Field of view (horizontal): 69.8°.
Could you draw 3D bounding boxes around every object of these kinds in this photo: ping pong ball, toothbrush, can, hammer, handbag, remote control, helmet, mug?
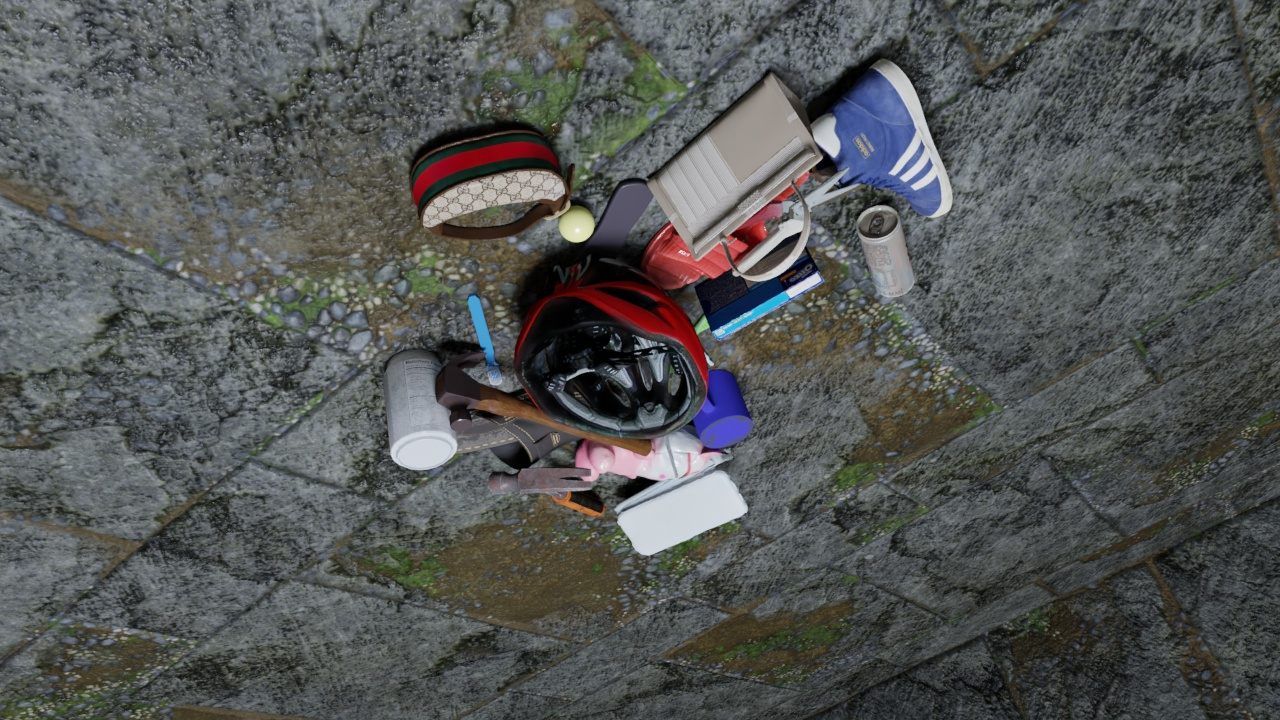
[{"bbox_3d":[-0.071,-0.150,1.011,0.040,0.040,0.040,-11,143,-9],"label":"ping pong ball"},{"bbox_3d":[0.030,0.077,1.226,0.010,0.181,0.010,11,140,-38],"label":"toothbrush"},{"bbox_3d":[-0.270,0.059,1.119,0.078,0.136,0.078,-11,143,-9],"label":"can"},{"bbox_3d":[-0.101,0.202,1.383,0.138,0.035,0.314,-5,163,14],"label":"hammer"},{"bbox_3d":[-0.149,-0.172,0.950,0.166,0.063,0.138,-15,160,-9],"label":"handbag"},{"bbox_3d":[0.315,-0.137,1.174,0.054,0.054,0.135,-25,142,9],"label":"can"},{"bbox_3d":[0.111,-0.165,0.935,0.176,0.197,0.062,-38,139,25],"label":"handbag"},{"bbox_3d":[-0.027,-0.157,1.046,0.046,0.009,0.125,8,137,-30],"label":"remote control"},{"bbox_3d":[-0.030,-0.004,1.106,0.218,0.166,0.272,-14,139,20],"label":"helmet"},{"bbox_3d":[-0.194,-0.023,1.147,0.016,0.014,0.167,-13,142,-7],"label":"toothbrush"},{"bbox_3d":[-0.116,0.073,1.183,0.322,0.115,0.033,21,130,-35],"label":"hammer"},{"bbox_3d":[0.105,0.064,1.321,0.079,0.083,0.111,-30,142,15],"label":"mug"}]

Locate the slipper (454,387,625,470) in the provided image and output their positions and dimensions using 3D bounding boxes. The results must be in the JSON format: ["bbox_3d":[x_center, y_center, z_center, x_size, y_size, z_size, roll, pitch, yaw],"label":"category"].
[{"bbox_3d":[-0.148,0.096,1.265,0.267,0.075,0.113,-11,143,-9],"label":"slipper"}]

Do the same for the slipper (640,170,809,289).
[{"bbox_3d":[0.106,-0.155,1.063,0.249,0.059,0.103,-40,138,25],"label":"slipper"}]

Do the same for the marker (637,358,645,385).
[{"bbox_3d":[-0.007,0.007,1.260,0.017,0.017,0.147,-17,144,-1],"label":"marker"}]

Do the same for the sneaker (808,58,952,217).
[{"bbox_3d":[0.259,-0.205,1.018,0.118,0.091,0.233,-38,139,1],"label":"sneaker"}]

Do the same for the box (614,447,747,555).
[{"bbox_3d":[0.071,0.241,1.481,0.216,0.124,0.106,-32,166,19],"label":"box"}]

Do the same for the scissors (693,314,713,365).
[{"bbox_3d":[0.058,-0.034,1.241,0.167,0.023,0.172,8,135,-38],"label":"scissors"}]

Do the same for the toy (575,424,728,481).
[{"bbox_3d":[0.014,0.138,1.374,0.213,0.084,0.142,1,165,-16],"label":"toy"}]

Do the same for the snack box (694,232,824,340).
[{"bbox_3d":[0.145,-0.093,1.138,0.150,0.082,0.027,-29,141,16],"label":"snack box"}]

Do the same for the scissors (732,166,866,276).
[{"bbox_3d":[0.142,-0.149,1.000,0.187,0.015,0.180,0,147,-3],"label":"scissors"}]
